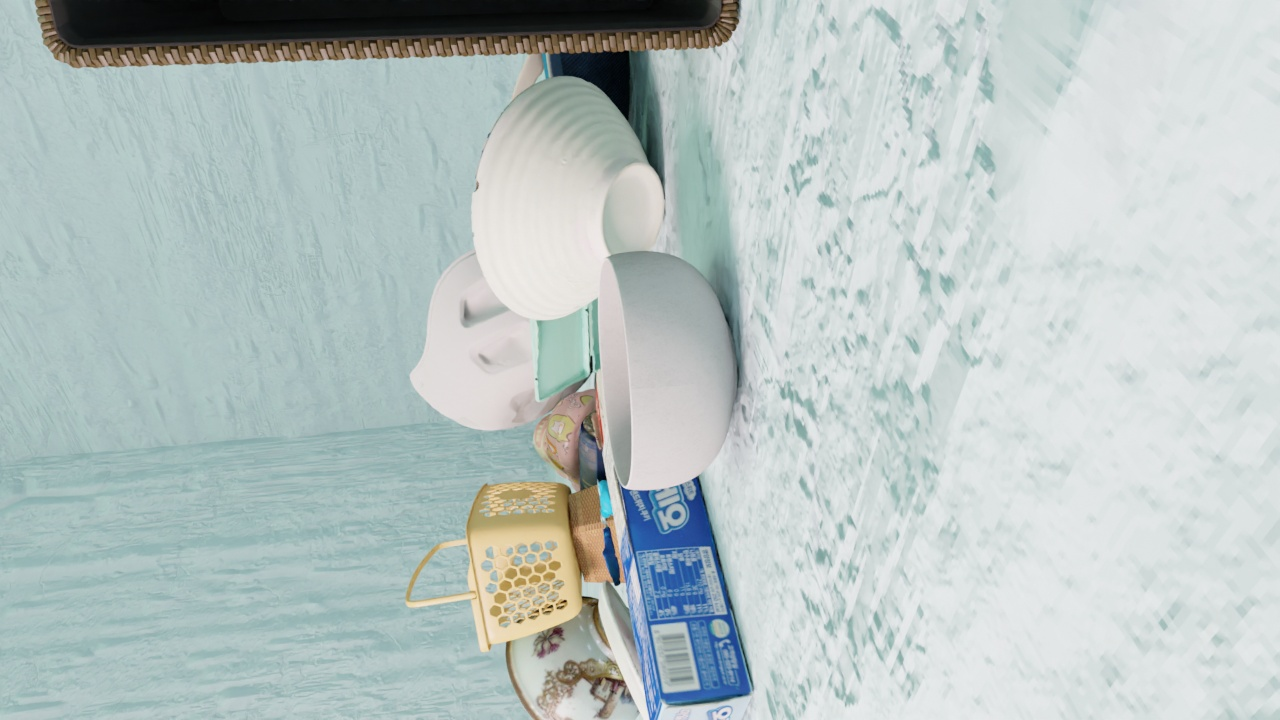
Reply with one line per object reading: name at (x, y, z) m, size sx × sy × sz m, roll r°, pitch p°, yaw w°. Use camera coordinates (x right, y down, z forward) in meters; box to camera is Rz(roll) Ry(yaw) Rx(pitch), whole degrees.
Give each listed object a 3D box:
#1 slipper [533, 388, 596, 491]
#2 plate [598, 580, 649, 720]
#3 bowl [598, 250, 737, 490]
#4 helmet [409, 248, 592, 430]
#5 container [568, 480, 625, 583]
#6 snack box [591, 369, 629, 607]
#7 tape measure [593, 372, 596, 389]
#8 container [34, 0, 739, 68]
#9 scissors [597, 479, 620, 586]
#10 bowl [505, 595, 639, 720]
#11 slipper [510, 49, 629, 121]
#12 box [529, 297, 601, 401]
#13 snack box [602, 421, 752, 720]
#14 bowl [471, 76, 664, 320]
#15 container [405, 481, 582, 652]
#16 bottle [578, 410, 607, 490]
slipper at (-0.076, 0.085, 1.034) m, size 0.093 × 0.081 × 0.197 m, roll -60°, pitch -16°, yaw -19°
plate at (0.002, 0.247, 0.720) m, size 0.157 × 0.014 × 0.157 m, roll 63°, pitch 177°, yaw 4°
bowl at (0.017, 0.004, 0.512) m, size 0.132 × 0.064 × 0.132 m, roll 174°, pitch 91°, yaw -82°
helmet at (-0.149, -0.021, 1.049) m, size 0.283 × 0.223 × 0.184 m, roll -34°, pitch 84°, yaw 51°
container at (-0.034, 0.173, 0.916) m, size 0.063 × 0.061 × 0.114 m, roll -101°, pitch 3°, yaw -47°
snack box at (-0.005, 0.107, 0.785) m, size 0.272 × 0.044 × 0.077 m, roll -104°, pitch 12°, yaw -47°
tape measure at (-0.044, 0.043, 1.091) m, size 0.062 × 0.020 × 0.060 m, roll 106°, pitch 158°, yaw -67°
container at (-0.122, -0.258, 0.493) m, size 0.204 × 0.321 × 0.176 m, roll -99°, pitch 7°, yaw -70°
scissors at (-0.031, 0.147, 0.787) m, size 0.133 × 0.015 × 0.104 m, roll 127°, pitch 137°, yaw -78°
bowl at (-0.046, 0.299, 0.928) m, size 0.094 × 0.160 × 0.159 m, roll -45°, pitch 31°, yaw 19°
slipper at (-0.055, -0.200, 0.755) m, size 0.118 × 0.060 × 0.295 m, roll -52°, pitch -27°, yaw -38°
box at (-0.046, -0.072, 0.737) m, size 0.033 × 0.135 × 0.187 m, roll 20°, pitch 121°, yaw 37°
snack box at (0.018, 0.130, 0.603) m, size 0.226 × 0.059 × 0.060 m, roll -104°, pitch 15°, yaw -44°
bowl at (-0.032, -0.108, 0.655) m, size 0.071 × 0.176 × 0.177 m, roll 17°, pitch 120°, yaw 34°
container at (-0.147, 0.198, 0.932) m, size 0.183 × 0.167 × 0.129 m, roll -112°, pitch 12°, yaw -83°
bottle at (-0.035, 0.126, 0.958) m, size 0.056 × 0.056 × 0.161 m, roll -106°, pitch 14°, yaw -54°
